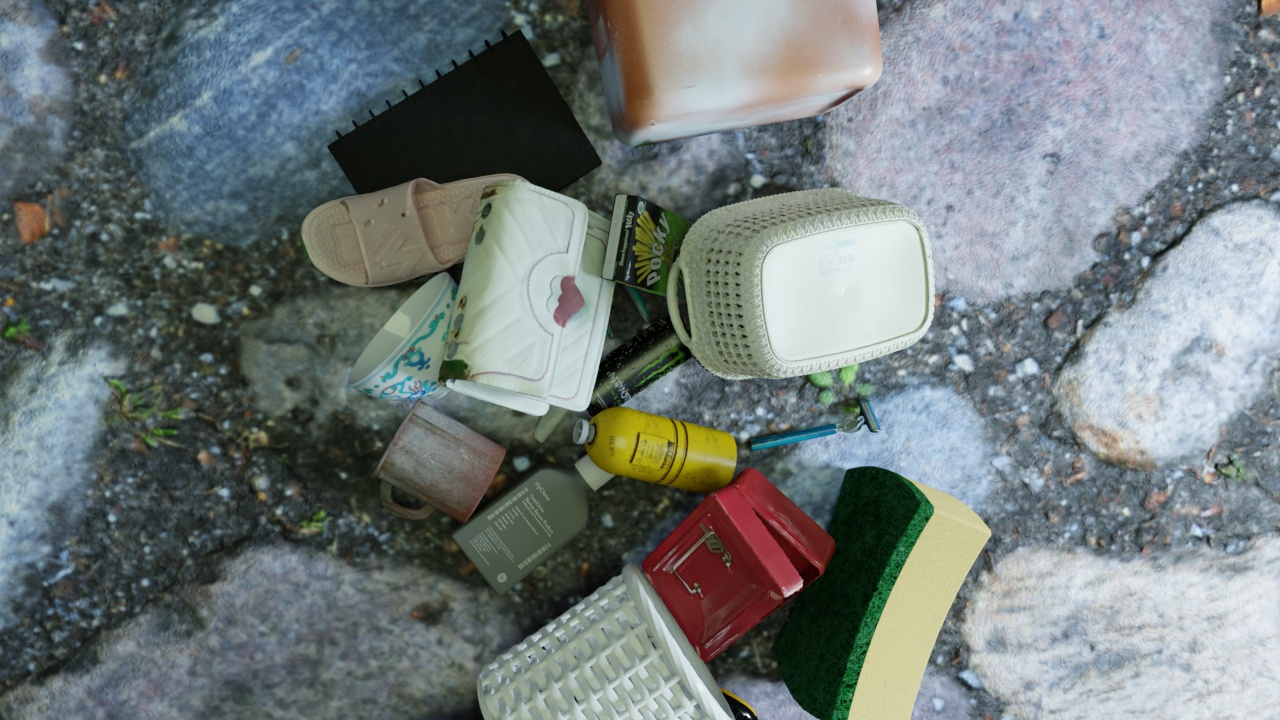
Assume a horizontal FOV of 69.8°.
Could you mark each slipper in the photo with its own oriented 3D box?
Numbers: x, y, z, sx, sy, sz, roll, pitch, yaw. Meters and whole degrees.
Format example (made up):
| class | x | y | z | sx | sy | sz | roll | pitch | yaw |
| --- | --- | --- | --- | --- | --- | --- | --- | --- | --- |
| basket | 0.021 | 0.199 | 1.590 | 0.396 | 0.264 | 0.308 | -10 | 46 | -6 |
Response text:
| class | x | y | z | sx | sy | sz | roll | pitch | yaw |
| --- | --- | --- | --- | --- | --- | --- | --- | --- | --- |
| slipper | -0.215 | -0.132 | 0.912 | 0.239 | 0.064 | 0.094 | -13 | 96 | -8 |

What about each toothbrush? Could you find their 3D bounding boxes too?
| class | x | y | z | sx | sy | sz | roll | pitch | yaw |
| --- | --- | --- | --- | --- | --- | --- | --- | --- | --- |
| toothbrush | 0.137 | 0.413 | 1.014 | 0.196 | 0.031 | 0.031 | 39 | 93 | -11 |

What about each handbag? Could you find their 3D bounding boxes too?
| class | x | y | z | sx | sy | sz | roll | pitch | yaw |
| --- | --- | --- | --- | --- | --- | --- | --- | --- | --- |
| handbag | -0.104 | -0.057 | 0.868 | 0.141 | 0.096 | 0.198 | 20 | 74 | -38 |

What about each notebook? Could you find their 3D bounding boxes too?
| class | x | y | z | sx | sy | sz | roll | pitch | yaw |
| --- | --- | --- | --- | --- | --- | --- | --- | --- | --- |
| notebook | -0.182 | -0.216 | 0.951 | 0.231 | 0.019 | 0.169 | -33 | 97 | -4 |

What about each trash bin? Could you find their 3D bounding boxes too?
| class | x | y | z | sx | sy | sz | roll | pitch | yaw |
| --- | --- | --- | --- | --- | --- | --- | --- | --- | --- |
| trash bin | 0.087 | -0.311 | 0.897 | 0.259 | 0.181 | 0.157 | -10 | 95 | -7 |

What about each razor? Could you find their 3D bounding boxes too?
| class | x | y | z | sx | sy | sz | roll | pitch | yaw |
| --- | --- | --- | --- | --- | --- | --- | --- | --- | --- |
| razor | 0.188 | 0.079 | 1.007 | 0.144 | 0.022 | 0.042 | -14 | 57 | -2 |

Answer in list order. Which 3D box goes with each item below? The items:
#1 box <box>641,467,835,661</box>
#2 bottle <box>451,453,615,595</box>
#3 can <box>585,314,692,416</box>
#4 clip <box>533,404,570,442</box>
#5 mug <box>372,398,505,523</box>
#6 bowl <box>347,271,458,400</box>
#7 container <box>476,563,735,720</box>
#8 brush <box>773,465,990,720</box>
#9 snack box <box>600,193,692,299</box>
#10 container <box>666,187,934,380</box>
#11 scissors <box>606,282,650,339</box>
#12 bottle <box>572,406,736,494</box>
| class | x | y | z | sx | sy | sz | roll | pitch | yaw |
| --- | --- | --- | --- | --- | --- | --- | --- | --- | --- |
| box | 0.097 | 0.200 | 0.927 | 0.117 | 0.158 | 0.135 | -23 | 69 | -45 |
| bottle | -0.104 | 0.158 | 0.964 | 0.174 | 0.046 | 0.084 | -37 | 96 | -3 |
| can | -0.006 | 0.006 | 0.963 | 0.137 | 0.054 | 0.054 | -34 | 96 | -4 |
| clip | -0.094 | 0.037 | 0.953 | 0.102 | 0.040 | 0.054 | -49 | 60 | 36 |
| mug | -0.210 | 0.115 | 0.933 | 0.110 | 0.096 | 0.123 | 32 | 108 | -3 |
| bowl | -0.211 | -0.009 | 0.905 | 0.074 | 0.144 | 0.144 | 43 | 87 | -22 |
| container | -0.034 | 0.333 | 0.909 | 0.186 | 0.189 | 0.189 | -34 | 96 | -3 |
| brush | 0.235 | 0.239 | 0.931 | 0.075 | 0.195 | 0.250 | 22 | 90 | -7 |
| snack box | 0.012 | -0.110 | 0.917 | 0.025 | 0.147 | 0.080 | 11 | 92 | 25 |
| container | 0.168 | -0.075 | 0.909 | 0.251 | 0.143 | 0.185 | -13 | 101 | -19 |
| scissors | -0.035 | -0.094 | 0.969 | 0.150 | 0.019 | 0.130 | 21 | 87 | 2 |
| bottle | 0.011 | 0.089 | 0.940 | 0.163 | 0.071 | 0.071 | 15 | 91 | -23 |
